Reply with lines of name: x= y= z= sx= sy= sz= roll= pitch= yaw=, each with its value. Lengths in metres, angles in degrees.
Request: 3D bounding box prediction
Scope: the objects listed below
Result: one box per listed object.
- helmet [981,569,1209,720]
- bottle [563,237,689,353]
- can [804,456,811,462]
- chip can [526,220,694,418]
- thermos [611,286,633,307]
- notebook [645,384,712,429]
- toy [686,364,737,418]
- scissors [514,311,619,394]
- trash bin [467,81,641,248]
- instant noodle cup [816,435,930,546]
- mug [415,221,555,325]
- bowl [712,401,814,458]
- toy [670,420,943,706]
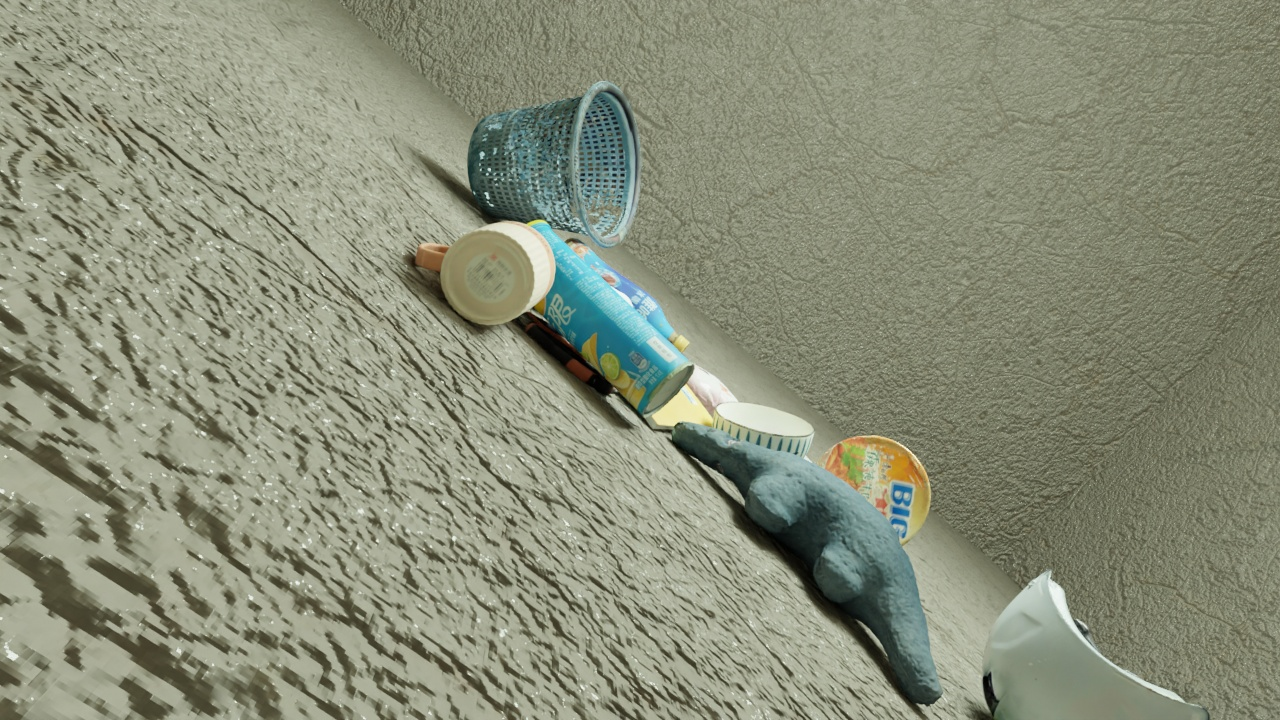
helmet: x=0.434 y=0.345 z=0.905 sx=0.229 sy=0.146 sz=0.258 roll=49 pitch=3 yaw=39
bottle: x=-0.028 y=-0.079 z=1.252 sx=0.218 sy=0.065 sz=0.065 roll=39 pitch=8 yaw=5
can: x=0.193 y=0.145 z=1.160 sx=0.058 sy=0.058 sz=0.146 roll=33 pitch=11 yaw=-44
chip can: x=-0.046 y=-0.041 z=0.878 sx=0.210 sy=0.071 sz=0.071 roll=44 pitch=9 yaw=14
thermos: x=-0.083 y=-0.079 z=1.047 sx=0.070 sy=0.070 sz=0.220 roll=45 pitch=9 yaw=28
notebook: x=0.014 y=0.022 z=1.035 sx=0.146 sy=0.010 sz=0.206 roll=52 pitch=15 yaw=18
toy: x=0.078 y=0.039 z=1.233 sx=0.121 sy=0.054 sz=0.159 roll=38 pitch=0 yaw=-23
scissors: x=-0.110 y=-0.041 z=0.895 sx=0.206 sy=0.015 sz=0.193 roll=44 pitch=10 yaw=20
trash bin: x=-0.129 y=-0.276 z=1.312 sx=0.195 sy=0.226 sz=0.226 roll=4 pitch=-7 yaw=23
instant noodle cup: x=0.302 y=0.183 z=1.196 sx=0.151 sy=0.151 sz=0.111 roll=45 pitch=1 yaw=28
mug: x=-0.136 y=-0.080 z=0.786 sx=0.114 sy=0.082 sz=0.105 roll=14 pitch=11 yaw=-1
bowl: x=0.136 y=0.096 z=1.059 sx=0.116 sy=0.066 sz=0.116 roll=10 pitch=14 yaw=-3
toy: x=0.172 y=0.167 z=0.884 sx=0.137 sy=0.092 sz=0.356 roll=-11 pitch=45 yaw=-44
